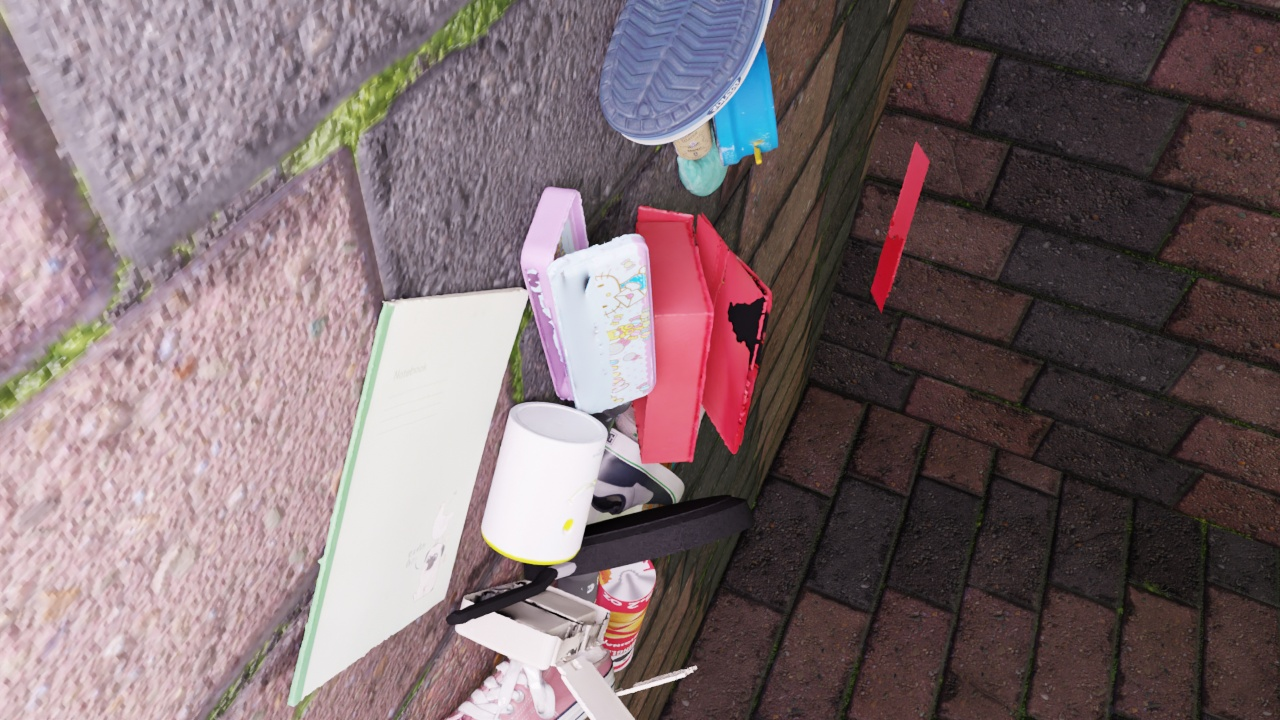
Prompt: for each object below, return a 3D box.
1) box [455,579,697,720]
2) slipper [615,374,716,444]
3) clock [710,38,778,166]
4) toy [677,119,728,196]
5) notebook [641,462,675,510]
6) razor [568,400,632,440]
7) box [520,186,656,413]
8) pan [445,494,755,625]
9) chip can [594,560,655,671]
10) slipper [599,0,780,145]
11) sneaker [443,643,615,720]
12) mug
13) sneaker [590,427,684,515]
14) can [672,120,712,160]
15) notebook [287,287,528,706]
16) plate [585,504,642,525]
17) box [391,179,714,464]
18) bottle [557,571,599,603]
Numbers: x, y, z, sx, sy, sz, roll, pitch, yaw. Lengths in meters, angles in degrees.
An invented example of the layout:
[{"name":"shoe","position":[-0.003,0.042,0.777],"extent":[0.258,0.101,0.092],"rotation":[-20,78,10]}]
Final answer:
[{"name":"box","position":[-0.057,0.262,0.803],"extent":[0.143,0.191,0.069],"rotation":[17,90,-69]},{"name":"slipper","position":[0.038,0.036,1.063],"extent":[0.238,0.094,0.064],"rotation":[-50,161,-68]},{"name":"clock","position":[0.091,-0.262,0.856],"extent":[0.116,0.060,0.161],"rotation":[-66,148,-71]},{"name":"toy","position":[0.070,-0.217,0.958],"extent":[0.105,0.033,0.085],"rotation":[-63,153,-22]},{"name":"notebook","position":[0.015,0.184,1.338],"extent":[0.177,0.014,0.250],"rotation":[-51,157,-51]},{"name":"razor","position":[-0.042,0.061,0.856],"extent":[0.067,0.053,0.152],"rotation":[58,-43,49]},{"name":"box","position":[-0.041,-0.032,0.702],"extent":[0.077,0.096,0.214],"rotation":[-46,158,-21]},{"name":"pan","position":[-0.041,0.172,0.827],"extent":[0.355,0.226,0.034],"rotation":[-5,80,-54]},{"name":"chip can","position":[-0.029,0.317,1.147],"extent":[0.221,0.069,0.069],"rotation":[102,15,-50]},{"name":"slipper","position":[0.057,-0.266,0.680],"extent":[0.252,0.105,0.095],"rotation":[-70,159,-9]},{"name":"sneaker","position":[-0.110,0.304,0.838],"extent":[0.240,0.118,0.088],"rotation":[-17,108,-52]},{"name":"mug","position":[-0.077,0.097,0.735],"extent":[0.082,0.082,0.106],"rotation":[-31,139,-68]},{"name":"sneaker","position":[-0.017,0.137,1.016],"extent":[0.079,0.084,0.235],"rotation":[-59,155,-8]},{"name":"can","position":[0.044,-0.217,0.839],"extent":[0.079,0.038,0.038],"rotation":[52,59,-74]},{"name":"notebook","position":[-0.145,0.076,0.597],"extent":[0.181,0.010,0.253],"rotation":[-21,130,-71]},{"name":"plate","position":[-0.033,0.201,1.141],"extent":[0.182,0.034,0.182],"rotation":[21,89,-76]},{"name":"box","position":[-0.083,-0.033,0.877],"extent":[0.214,0.325,0.152],"rotation":[96,5,-46]},{"name":"bottle","position":[-0.072,0.260,1.053],"extent":[0.046,0.047,0.113],"rotation":[-56,160,-43]}]
